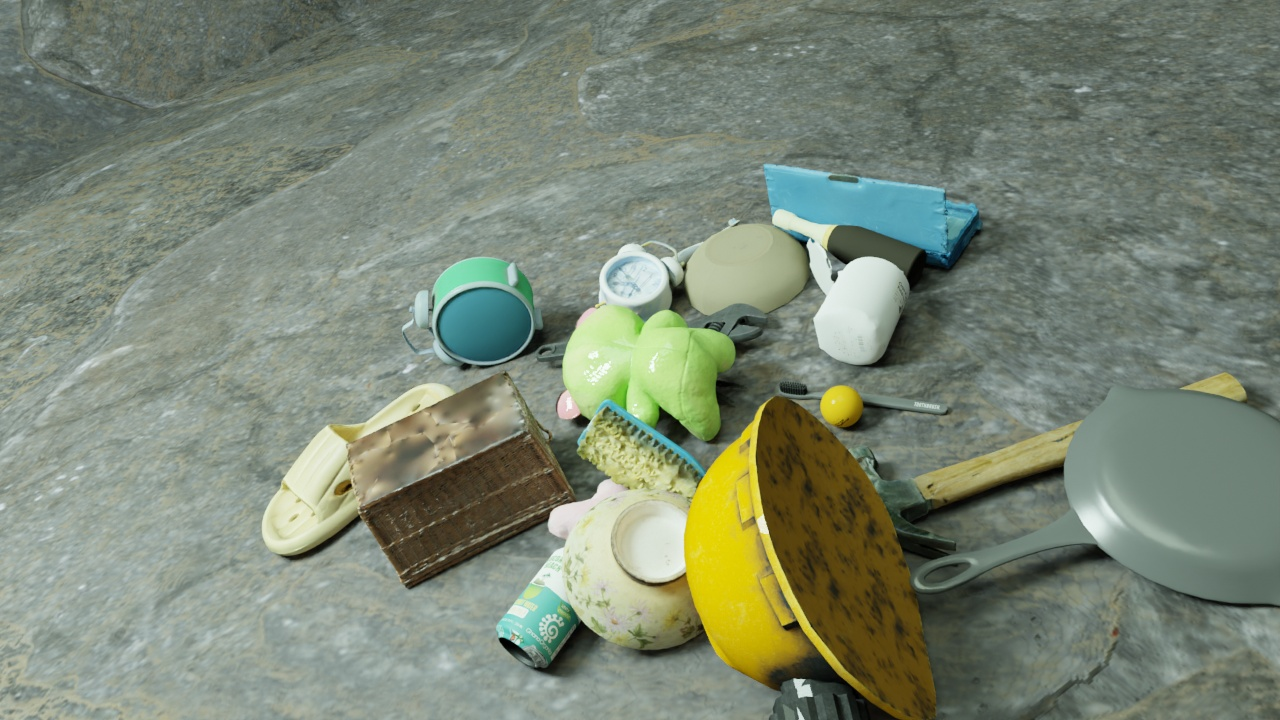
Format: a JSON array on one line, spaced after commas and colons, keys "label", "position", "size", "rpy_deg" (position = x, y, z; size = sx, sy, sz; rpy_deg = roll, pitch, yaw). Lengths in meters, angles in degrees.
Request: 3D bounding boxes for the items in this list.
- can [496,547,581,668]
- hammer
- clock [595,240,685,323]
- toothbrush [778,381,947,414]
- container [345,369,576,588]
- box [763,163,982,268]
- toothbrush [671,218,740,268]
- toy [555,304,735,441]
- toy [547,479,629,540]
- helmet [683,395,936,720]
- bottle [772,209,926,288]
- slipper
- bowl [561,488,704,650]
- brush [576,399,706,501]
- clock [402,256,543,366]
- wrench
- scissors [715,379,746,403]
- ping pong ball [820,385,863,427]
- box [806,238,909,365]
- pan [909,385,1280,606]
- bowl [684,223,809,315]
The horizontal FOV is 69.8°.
[{"label": "can", "position": [-0.075, 0.210, 0.790], "size": [0.055, 0.055, 0.101], "rpy_deg": [14, 50, 35]}, {"label": "hammer", "position": [0.350, 0.078, 0.782], "size": [0.330, 0.033, 0.132], "rpy_deg": [-19, 37, 1]}, {"label": "clock", "position": [0.000, -0.096, 1.101], "size": [0.089, 0.052, 0.125], "rpy_deg": [22, 60, 17]}, {"label": "toothbrush", "position": [0.216, 0.038, 0.902], "size": [0.167, 0.013, 0.012], "rpy_deg": [8, 46, 27]}, {"label": "container", "position": [-0.179, 0.113, 0.903], "size": [0.198, 0.113, 0.113], "rpy_deg": [-26, 39, -6]}, {"label": "box", "position": [0.266, -0.191, 1.068], "size": [0.232, 0.112, 0.094], "rpy_deg": [18, 53, 38]}, {"label": "toothbrush", "position": [0.055, -0.130, 1.159], "size": [0.185, 0.022, 0.024], "rpy_deg": [-34, 59, -15]}, {"label": "toy", "position": [-0.006, 0.006, 0.950], "size": [0.197, 0.107, 0.150], "rpy_deg": [7, 67, 21]}, {"label": "toy", "position": [-0.023, 0.151, 0.837], "size": [0.096, 0.053, 0.098], "rpy_deg": [32, 36, 28]}, {"label": "helmet", "position": [0.105, 0.163, 0.687], "size": [0.132, 0.205, 0.254], "rpy_deg": [-35, 39, 27]}, {"label": "bottle", "position": [0.231, -0.135, 1.045], "size": [0.185, 0.045, 0.045], "rpy_deg": [27, 58, 31]}, {"label": "slipper", "position": [-0.315, 0.098, 1.009], "size": [0.260, 0.079, 0.111], "rpy_deg": [-41, 40, -25]}, {"label": "bowl", "position": [0.009, 0.160, 0.762], "size": [0.145, 0.063, 0.145], "rpy_deg": [3, 56, -5]}, {"label": "brush", "position": [0.010, 0.093, 0.864], "size": [0.136, 0.055, 0.075], "rpy_deg": [34, 19, 4]}, {"label": "clock", "position": [-0.207, -0.053, 1.103], "size": [0.162, 0.122, 0.075], "rpy_deg": [-21, 40, 5]}, {"label": "wrench", "position": [0.008, -0.025, 1.040], "size": [0.273, 0.018, 0.073], "rpy_deg": [-8, 38, 16]}, {"label": "scissors", "position": [0.029, 0.024, 0.998], "size": [0.150, 0.013, 0.164], "rpy_deg": [-25, 41, -6]}, {"label": "ping pong ball", "position": [0.193, 0.044, 0.880], "size": [0.040, 0.040, 0.040], "rpy_deg": [-12, 39, 10]}, {"label": "box", "position": [0.213, -0.068, 0.975], "size": [0.136, 0.084, 0.146], "rpy_deg": [5, 43, 36]}, {"label": "pan", "position": [0.374, 0.111, 0.704], "size": [0.354, 0.024, 0.216], "rpy_deg": [-19, 48, -2]}, {"label": "bowl", "position": [0.122, -0.117, 1.092], "size": [0.152, 0.050, 0.152], "rpy_deg": [-12, 39, 10]}]
